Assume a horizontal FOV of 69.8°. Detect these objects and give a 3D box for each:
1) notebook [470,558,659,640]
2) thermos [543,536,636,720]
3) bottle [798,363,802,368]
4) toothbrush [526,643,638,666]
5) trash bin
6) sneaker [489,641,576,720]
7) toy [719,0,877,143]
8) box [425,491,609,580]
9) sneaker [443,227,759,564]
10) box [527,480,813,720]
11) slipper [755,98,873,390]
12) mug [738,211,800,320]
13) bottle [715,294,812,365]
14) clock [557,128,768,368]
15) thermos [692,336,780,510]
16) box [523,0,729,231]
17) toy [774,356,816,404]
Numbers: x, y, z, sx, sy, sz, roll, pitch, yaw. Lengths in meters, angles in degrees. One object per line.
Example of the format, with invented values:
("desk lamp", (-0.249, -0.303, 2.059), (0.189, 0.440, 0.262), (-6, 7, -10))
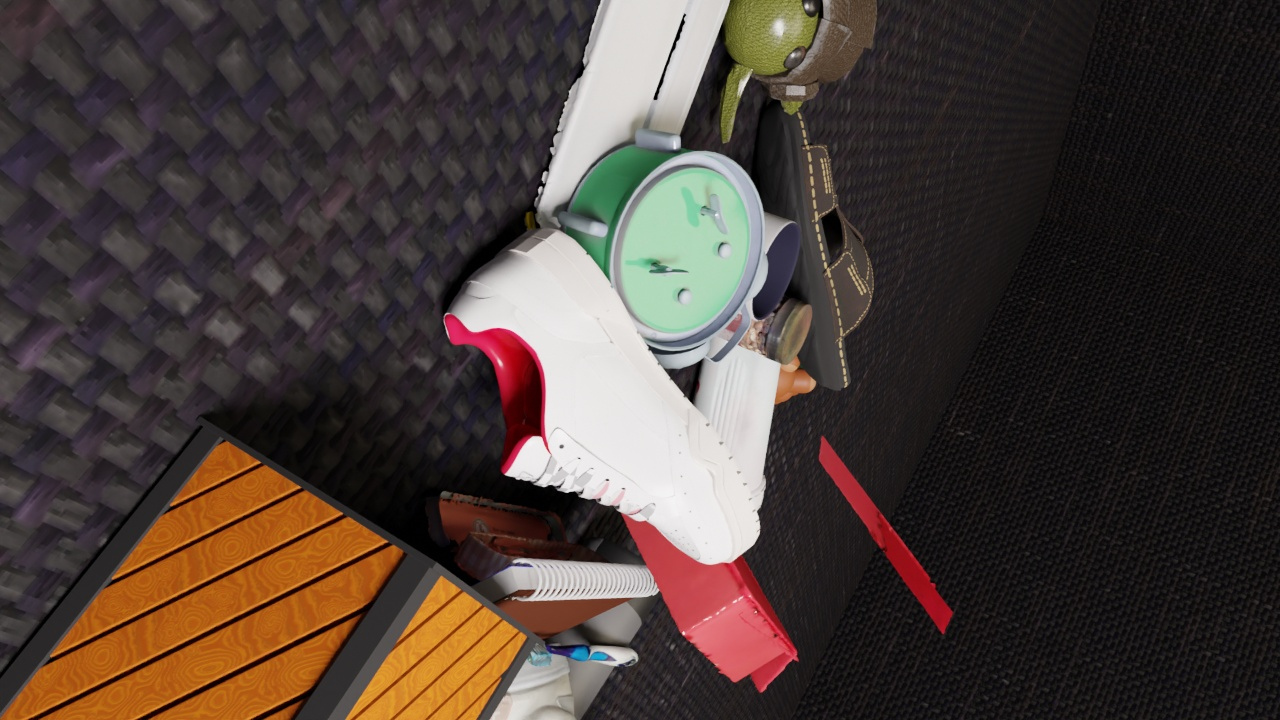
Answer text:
("notebook", (-0.094, 0.173, 0.593), (0.172, 0.022, 0.209), (-28, 159, 13))
("thermos", (-0.076, 0.262, 0.757), (0.239, 0.082, 0.082), (-53, 153, -27))
("bottle", (0.169, -0.027, 1.020), (0.061, 0.061, 0.131), (-65, 156, -7))
("toothbrush", (-0.040, 0.223, 0.689), (0.016, 0.017, 0.189), (-54, 150, -1))
("trash bin", (-0.164, 0.152, 0.406), (0.171, 0.140, 0.140), (-57, 154, -19))
("sneaker", (-0.119, 0.250, 0.599), (0.090, 0.090, 0.242), (-31, 158, 25))
("toy", (0.120, -0.255, 0.690), (0.152, 0.078, 0.180), (-26, 137, -51))
("box", (-0.082, 0.129, 0.639), (0.042, 0.083, 0.187), (-60, 157, -3))
("sneaker", (-0.030, 0.046, 0.540), (0.104, 0.090, 0.236), (-41, 108, -24))
("box", (0.030, 0.129, 0.689), (0.164, 0.214, 0.154), (0, 133, -31))
("slipper", (0.161, -0.101, 0.809), (0.075, 0.113, 0.268), (-18, 111, -8))
("mug", (0.053, -0.079, 0.693), (0.111, 0.097, 0.079), (-28, 136, -54))
("bottle", (0.088, -0.041, 0.789), (0.056, 0.105, 0.056), (-46, 149, -38))
("clock", (0.027, -0.059, 0.585), (0.121, 0.075, 0.161), (-49, 130, -13))
("thermos", (0.089, 0.061, 0.909), (0.099, 0.099, 0.221), (-27, 131, -55))
("box", (-0.003, -0.167, 0.591), (0.129, 0.036, 0.210), (7, 106, -62))
("toy", (0.139, 0.016, 0.983), (0.128, 0.095, 0.065), (65, 28, -74))
